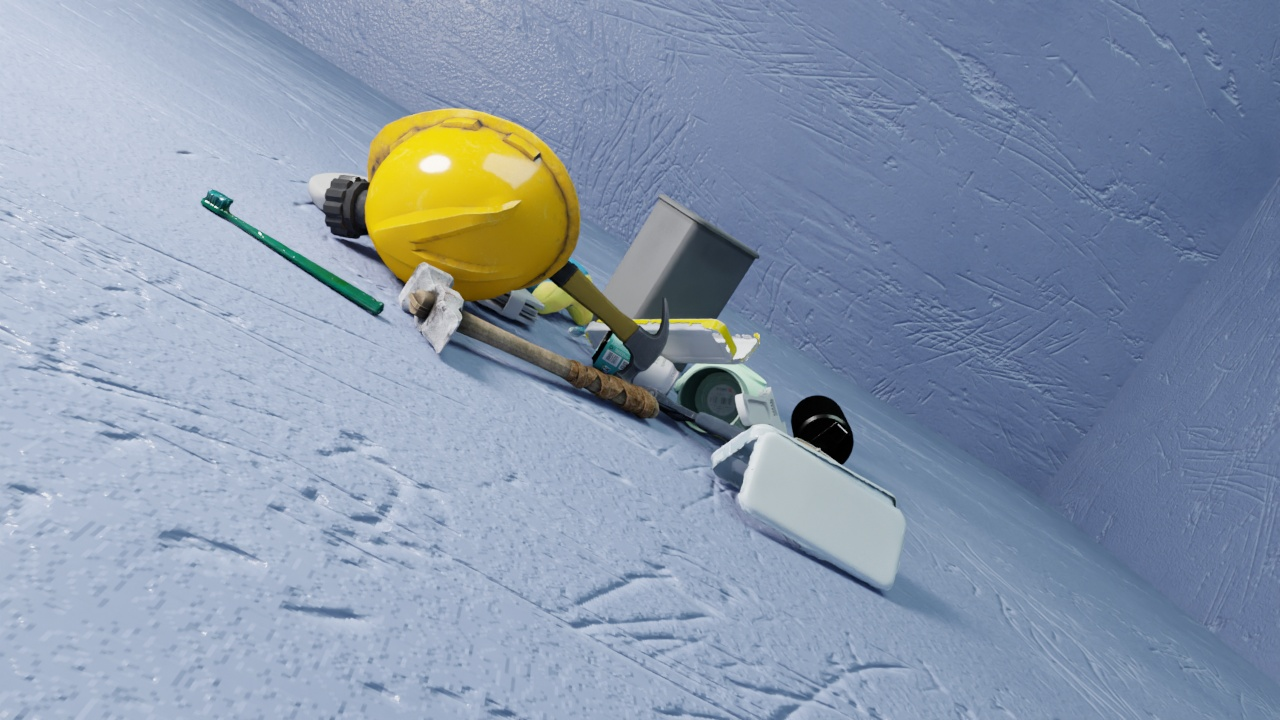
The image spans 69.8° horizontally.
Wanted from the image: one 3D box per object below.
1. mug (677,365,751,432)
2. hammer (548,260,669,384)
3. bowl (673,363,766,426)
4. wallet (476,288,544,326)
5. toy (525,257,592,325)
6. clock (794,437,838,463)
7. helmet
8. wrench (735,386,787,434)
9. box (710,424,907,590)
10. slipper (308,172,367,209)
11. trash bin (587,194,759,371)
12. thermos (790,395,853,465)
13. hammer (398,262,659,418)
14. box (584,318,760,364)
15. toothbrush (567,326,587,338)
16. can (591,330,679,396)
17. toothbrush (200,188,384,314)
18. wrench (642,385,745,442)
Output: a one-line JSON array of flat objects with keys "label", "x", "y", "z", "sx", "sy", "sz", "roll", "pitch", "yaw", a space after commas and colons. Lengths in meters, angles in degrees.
[{"label": "mug", "x": 0.108, "y": 0.061, "z": 1.163, "sx": 0.111, "sy": 0.084, "sz": 0.104, "roll": 51, "pitch": 10, "yaw": 12}, {"label": "hammer", "x": -0.101, "y": -0.112, "z": 1.042, "sx": 0.333, "sy": 0.118, "sz": 0.025, "roll": 43, "pitch": 4, "yaw": -10}, {"label": "bowl", "x": 0.130, "y": 0.045, "z": 1.302, "sx": 0.151, "sy": 0.077, "sz": 0.150, "roll": 32, "pitch": 9, "yaw": -6}, {"label": "wallet", "x": -0.165, "y": -0.081, "z": 1.126, "sx": 0.115, "sy": 0.037, "sz": 0.118, "roll": 25, "pitch": 9, "yaw": -37}, {"label": "toy", "x": -0.161, "y": -0.140, "z": 1.287, "sx": 0.214, "sy": 0.084, "sz": 0.148, "roll": 39, "pitch": 10, "yaw": 20}, {"label": "clock", "x": 0.214, "y": 0.138, "z": 1.149, "sx": 0.103, "sy": 0.061, "sz": 0.156, "roll": 37, "pitch": 9, "yaw": 25}, {"label": "helmet", "x": -0.202, "y": -0.142, "z": 0.945, "sx": 0.256, "sy": 0.206, "sz": 0.131, "roll": 10, "pitch": 31, "yaw": 15}, {"label": "wrench", "x": 0.151, "y": 0.074, "z": 1.135, "sx": 0.273, "sy": 0.018, "sz": 0.086, "roll": 12, "pitch": 63, "yaw": -74}, {"label": "box", "x": 0.175, "y": 0.164, "z": 0.943, "sx": 0.215, "sy": 0.106, "sz": 0.126, "roll": 28, "pitch": 40, "yaw": -20}, {"label": "slipper", "x": -0.281, "y": -0.173, "z": 1.141, "sx": 0.265, "sy": 0.081, "sz": 0.113, "roll": -2, "pitch": 28, "yaw": -41}, {"label": "trash bin", "x": 0.049, "y": -0.111, "z": 1.388, "sx": 0.097, "sy": 0.220, "sz": 0.191, "roll": 40, "pitch": 13, "yaw": 36}, {"label": "thermos", "x": 0.276, "y": 0.111, "z": 1.395, "sx": 0.086, "sy": 0.086, "sz": 0.198, "roll": 33, "pitch": 10, "yaw": 2}, {"label": "hammer", "x": -0.097, "y": 0.000, "z": 0.933, "sx": 0.318, "sy": 0.049, "sz": 0.121, "roll": 26, "pitch": 14, "yaw": -40}, {"label": "box", "x": 0.038, "y": -0.022, "z": 1.157, "sx": 0.210, "sy": 0.057, "sz": 0.117, "roll": 1, "pitch": -5, "yaw": 36}, {"label": "toothbrush", "x": -0.026, "y": -0.018, "z": 1.271, "sx": 0.222, "sy": 0.027, "sz": 0.027, "roll": 18, "pitch": 60, "yaw": -53}, {"label": "can", "x": -0.007, "y": 0.007, "z": 1.127, "sx": 0.101, "sy": 0.055, "sz": 0.055, "roll": 32, "pitch": 10, "yaw": -4}, {"label": "toothbrush", "x": -0.309, "y": -0.097, "z": 0.816, "sx": 0.190, "sy": 0.017, "sz": 0.016, "roll": 32, "pitch": 10, "yaw": 2}, {"label": "wrench", "x": 0.106, "y": 0.085, "z": 1.055, "sx": 0.273, "sy": 0.022, "sz": 0.073, "roll": 24, "pitch": -10, "yaw": 20}]
